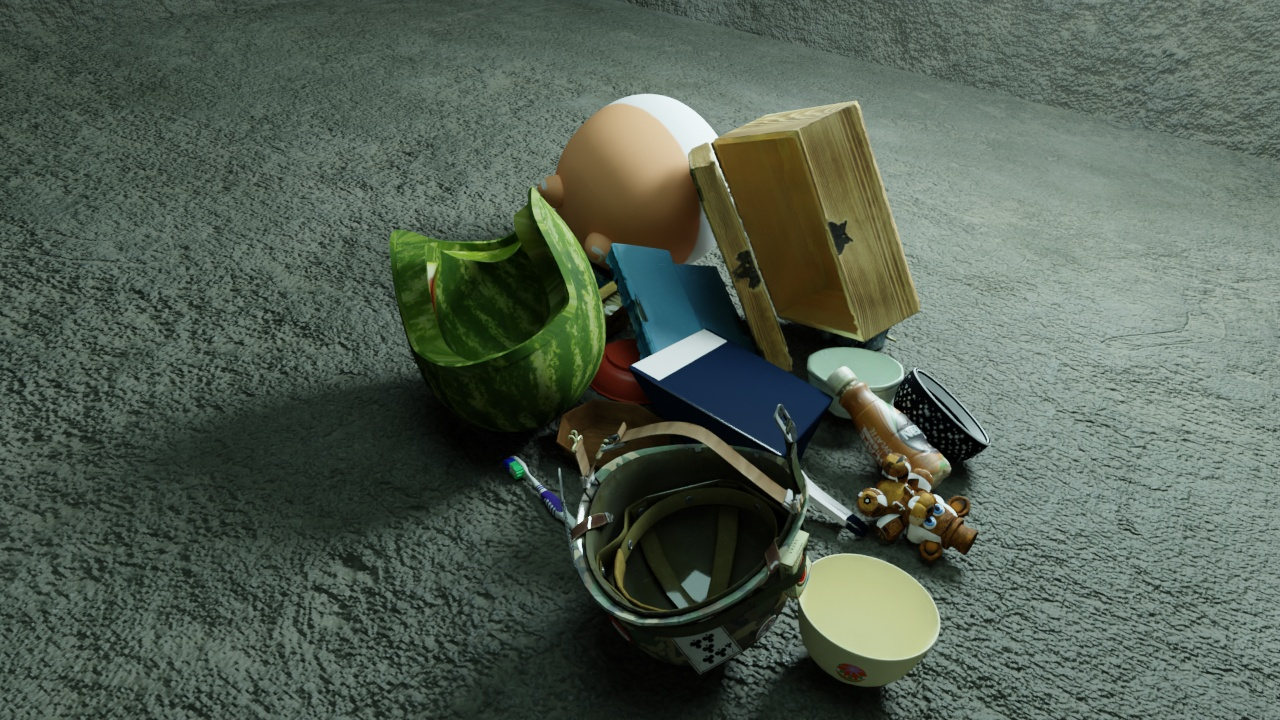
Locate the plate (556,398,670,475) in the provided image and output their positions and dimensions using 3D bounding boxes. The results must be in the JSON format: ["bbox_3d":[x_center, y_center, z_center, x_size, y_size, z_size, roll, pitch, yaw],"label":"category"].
[{"bbox_3d":[-0.030,0.090,1.019,0.131,0.025,0.131,5,31,-3],"label":"plate"}]

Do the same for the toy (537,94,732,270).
[{"bbox_3d":[-0.005,-0.249,1.368,0.279,0.267,0.262,-29,74,-33],"label":"toy"}]

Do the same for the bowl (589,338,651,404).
[{"bbox_3d":[-0.007,0.007,1.151,0.122,0.035,0.121,5,31,-3],"label":"bowl"}]

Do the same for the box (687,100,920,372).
[{"bbox_3d":[0.168,-0.159,1.189,0.220,0.279,0.259,-28,18,-12],"label":"box"}]

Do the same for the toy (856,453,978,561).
[{"bbox_3d":[0.286,0.156,0.938,0.113,0.067,0.087,30,72,30],"label":"toy"}]

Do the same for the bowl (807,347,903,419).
[{"bbox_3d":[0.261,0.033,1.132,0.117,0.061,0.117,1,26,-1],"label":"bowl"}]

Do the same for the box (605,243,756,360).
[{"bbox_3d":[0.063,-0.046,1.128,0.174,0.034,0.231,3,50,-32],"label":"box"}]

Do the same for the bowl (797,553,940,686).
[{"bbox_3d":[0.185,0.233,0.782,0.118,0.074,0.117,5,31,-3],"label":"bowl"}]

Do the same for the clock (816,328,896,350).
[{"bbox_3d":[0.298,-0.057,1.302,0.129,0.052,0.090,11,32,5],"label":"clock"}]

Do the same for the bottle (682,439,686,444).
[{"bbox_3d":[0.065,0.084,1.030,0.045,0.045,0.184,-13,37,-30],"label":"bottle"}]

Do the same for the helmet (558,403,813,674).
[{"bbox_3d":[0.041,0.137,0.751,0.193,0.236,0.223,3,18,23],"label":"helmet"}]

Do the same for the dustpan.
[{"bbox_3d":[0.132,0.082,0.967,0.273,0.080,0.235,30,21,15],"label":"dustpan"}]

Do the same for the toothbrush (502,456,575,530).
[{"bbox_3d":[-0.084,0.149,0.923,0.016,0.015,0.187,-23,42,-32],"label":"toothbrush"}]

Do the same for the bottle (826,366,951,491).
[{"bbox_3d":[0.271,0.076,1.026,0.059,0.059,0.167,-18,60,-35],"label":"bottle"}]

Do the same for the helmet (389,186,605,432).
[{"bbox_3d":[-0.147,-0.042,1.010,0.213,0.247,0.243,-16,-11,5],"label":"helmet"}]

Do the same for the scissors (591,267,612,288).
[{"bbox_3d":[-0.041,-0.116,1.370,0.127,0.012,0.137,-11,34,-26],"label":"scissors"}]

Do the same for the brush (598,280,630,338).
[{"bbox_3d":[-0.032,-0.075,1.257,0.043,0.059,0.194,31,40,21],"label":"brush"}]

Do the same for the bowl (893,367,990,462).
[{"bbox_3d":[0.339,0.074,1.071,0.120,0.066,0.120,36,22,-17],"label":"bowl"}]
